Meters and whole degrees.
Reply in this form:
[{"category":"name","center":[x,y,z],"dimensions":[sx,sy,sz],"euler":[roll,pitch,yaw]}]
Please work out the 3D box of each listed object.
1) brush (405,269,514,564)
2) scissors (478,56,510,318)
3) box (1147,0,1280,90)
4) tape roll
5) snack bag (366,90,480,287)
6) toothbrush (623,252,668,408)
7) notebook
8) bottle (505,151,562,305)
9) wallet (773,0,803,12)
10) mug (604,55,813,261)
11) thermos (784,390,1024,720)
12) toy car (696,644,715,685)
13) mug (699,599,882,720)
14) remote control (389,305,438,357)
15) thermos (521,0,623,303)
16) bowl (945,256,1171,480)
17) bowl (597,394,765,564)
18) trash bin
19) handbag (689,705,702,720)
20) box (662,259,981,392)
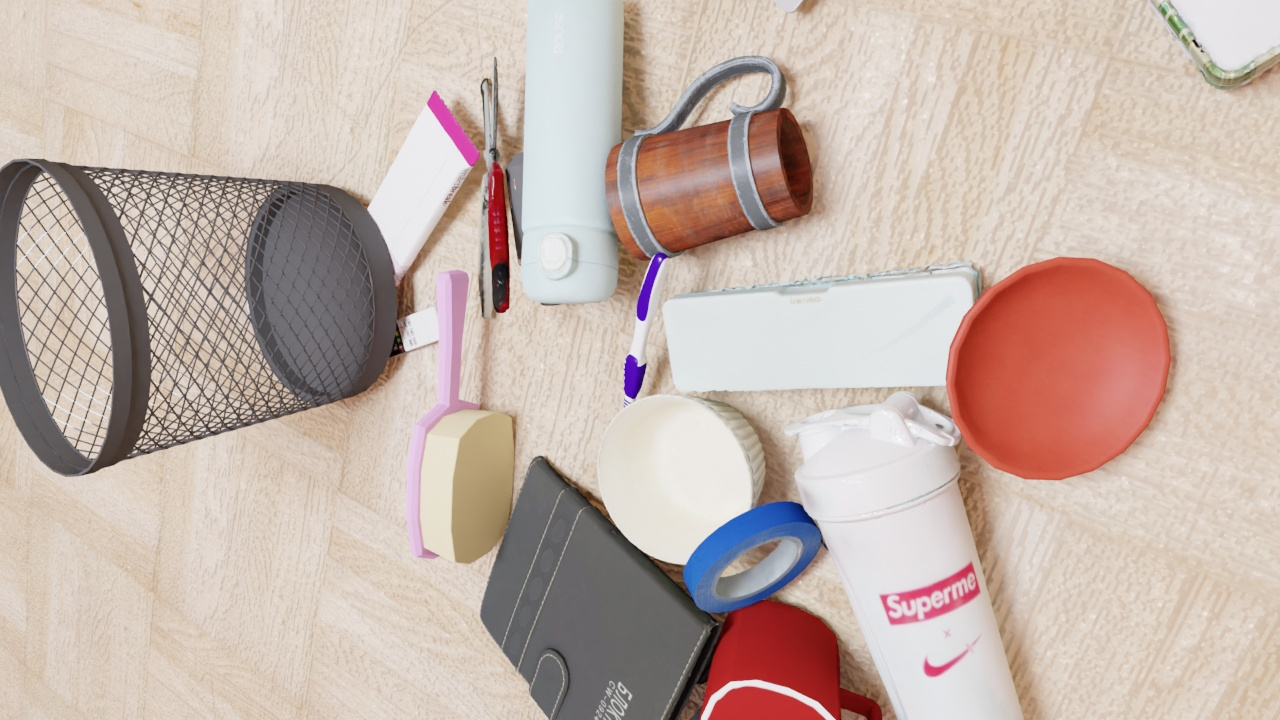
[{"category":"brush","center":[-0.137,0.046,0.708],"dimensions":[0.043,0.089,0.229],"euler":[10,104,23]},{"category":"scissors","center":[-0.110,-0.109,0.678],"dimensions":[0.180,0.015,0.198],"euler":[107,156,-50]},{"category":"box","center":[0.331,-0.229,0.410],"dimensions":[0.206,0.050,0.117],"euler":[-36,78,30]},{"category":"tape roll","center":[0.072,0.127,0.590],"dimensions":[0.093,0.091,0.016],"euler":[-34,51,7]},{"category":"snack bag","center":[-0.190,-0.119,0.739],"dimensions":[0.070,0.016,0.197],"euler":[54,127,16]},{"category":"toothbrush","center":[-0.004,0.004,0.634],"dimensions":[0.016,0.015,0.187],"euler":[33,133,25]},{"category":"notebook","center":[-0.044,0.197,0.687],"dimensions":[0.209,0.029,0.170],"euler":[38,114,41]},{"category":"bottle","center":[-0.070,-0.096,0.666],"dimensions":[0.047,0.046,0.112],"euler":[-3,96,30]},{"category":"wallet","center":[0.096,-0.276,0.543],"dimensions":[0.119,0.037,0.115],"euler":[-25,86,35]},{"category":"mug","center":[0.044,-0.130,0.583],"dimensions":[0.111,0.081,0.117],"euler":[-9,76,27]},{"category":"thermos","center":[0.166,0.130,0.551],"dimensions":[0.100,0.099,0.220],"euler":[-18,95,31]},{"category":"toy car","center":[0.019,0.197,0.675],"dimensions":[0.092,0.037,0.040],"euler":[38,115,19]},{"category":"mug","center":[0.100,0.221,0.591],"dimensions":[0.116,0.096,0.080],"euler":[18,107,6]},{"category":"remote control","center":[-0.213,-0.017,0.784],"dimensions":[0.124,0.011,0.028],"euler":[-16,91,31]},{"category":"thermos","center":[-0.045,-0.139,0.611],"dimensions":[0.065,0.078,0.207],"euler":[1,87,9]},{"category":"bowl","center":[0.221,0.002,0.502],"dimensions":[0.122,0.035,0.122],"euler":[-1,103,-4]},{"category":"bowl","center":[0.035,0.074,0.628],"dimensions":[0.115,0.062,0.115],"euler":[6,102,29]},{"category":"trash bin","center":[-0.341,-0.043,0.715],"dimensions":[0.218,0.226,0.218],"euler":[8,103,37]},{"category":"handbag","center":[0.099,0.360,0.647],"dimensions":[0.176,0.072,0.196],"euler":[24,114,24]},{"category":"box","center":[0.111,-0.015,0.577],"dimensions":[0.199,0.067,0.083],"euler":[-4,78,29]}]
